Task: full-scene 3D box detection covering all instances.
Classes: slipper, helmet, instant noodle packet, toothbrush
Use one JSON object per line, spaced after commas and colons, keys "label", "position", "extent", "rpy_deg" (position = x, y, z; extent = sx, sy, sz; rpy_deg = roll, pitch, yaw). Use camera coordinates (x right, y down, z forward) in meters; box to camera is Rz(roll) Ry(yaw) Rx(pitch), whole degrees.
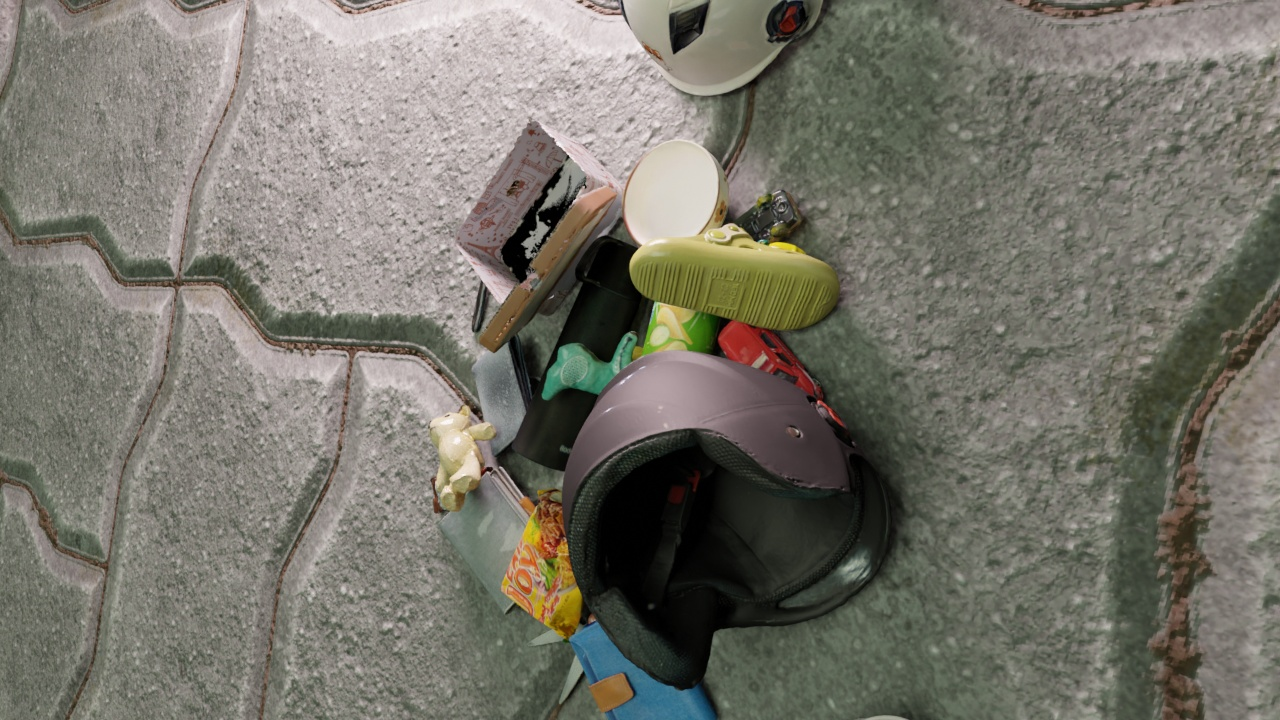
{"label": "slipper", "position": [0.086, -0.088, 0.827], "extent": [0.092, 0.190, 0.081], "rpy_deg": [107, 170, -58]}
{"label": "helmet", "position": [0.066, 0.114, 0.760], "extent": [0.234, 0.274, 0.230], "rpy_deg": [-57, 30, 25]}
{"label": "instant noodle packet", "position": [-0.087, 0.208, 0.942], "extent": [0.111, 0.044, 0.128], "rpy_deg": [29, 100, 33]}
{"label": "helmet", "position": [0.068, -0.411, 0.883], "extent": [0.230, 0.156, 0.274], "rpy_deg": [43, 108, 33]}
{"label": "toothbrush", "position": [-0.180, -0.121, 1.105], "extent": [0.016, 0.018, 0.181], "rpy_deg": [18, 95, 44]}

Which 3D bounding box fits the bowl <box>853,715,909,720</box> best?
{"label": "bowl", "position": [0.178, 0.336, 0.737], "extent": [0.065, 0.118, 0.118], "rpy_deg": [171, 106, -74]}

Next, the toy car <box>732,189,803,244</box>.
{"label": "toy car", "position": [0.114, -0.123, 0.881], "extent": [0.091, 0.035, 0.042], "rpy_deg": [-36, 62, 33]}

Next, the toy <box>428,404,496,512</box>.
{"label": "toy", "position": [-0.207, 0.110, 1.028], "extent": [0.105, 0.066, 0.157], "rpy_deg": [-57, 25, 16]}

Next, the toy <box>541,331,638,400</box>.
{"label": "toy", "position": [-0.042, 0.008, 0.909], "extent": [0.030, 0.092, 0.097], "rpy_deg": [-114, 45, -64]}

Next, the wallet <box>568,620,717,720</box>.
{"label": "wallet", "position": [0.000, 0.304, 0.884], "extent": [0.107, 0.040, 0.133], "rpy_deg": [-33, 77, 23]}

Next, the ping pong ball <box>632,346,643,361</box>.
{"label": "ping pong ball", "position": [-0.006, 0.006, 0.943], "extent": [0.040, 0.040, 0.040], "rpy_deg": [-6, 79, 35]}

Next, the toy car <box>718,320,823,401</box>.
{"label": "toy car", "position": [0.118, 0.007, 0.853], "extent": [0.053, 0.045, 0.120], "rpy_deg": [-50, 61, 20]}

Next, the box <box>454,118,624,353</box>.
{"label": "box", "position": [-0.100, -0.125, 0.967], "extent": [0.179, 0.130, 0.272], "rpy_deg": [-52, 28, 18]}

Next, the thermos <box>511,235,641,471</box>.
{"label": "thermos", "position": [-0.066, -0.010, 0.952], "extent": [0.068, 0.090, 0.242], "rpy_deg": [25, 94, 44]}

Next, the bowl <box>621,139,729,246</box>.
{"label": "bowl", "position": [0.043, -0.158, 0.920], "extent": [0.114, 0.062, 0.113], "rpy_deg": [-6, 80, 34]}

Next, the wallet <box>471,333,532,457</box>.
{"label": "wallet", "position": [-0.156, 0.038, 1.044], "extent": [0.097, 0.019, 0.120], "rpy_deg": [-40, 58, 46]}

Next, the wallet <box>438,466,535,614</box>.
{"label": "wallet", "position": [-0.151, 0.197, 1.018], "extent": [0.107, 0.037, 0.129], "rpy_deg": [-47, 70, 13]}

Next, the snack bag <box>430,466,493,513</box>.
{"label": "snack bag", "position": [-0.211, 0.153, 1.077], "extent": [0.106, 0.026, 0.045], "rpy_deg": [-14, 82, 34]}

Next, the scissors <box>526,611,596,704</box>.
{"label": "scissors", "position": [-0.028, 0.256, 0.932], "extent": [0.225, 0.021, 0.221], "rpy_deg": [8, 87, 36]}

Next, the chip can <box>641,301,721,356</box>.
{"label": "chip can", "position": [0.028, 0.028, 0.897], "extent": [0.073, 0.072, 0.221], "rpy_deg": [14, 91, 36]}

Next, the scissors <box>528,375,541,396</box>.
{"label": "scissors", "position": [-0.079, 0.049, 1.007], "extent": [0.166, 0.014, 0.163], "rpy_deg": [45, 108, 30]}
